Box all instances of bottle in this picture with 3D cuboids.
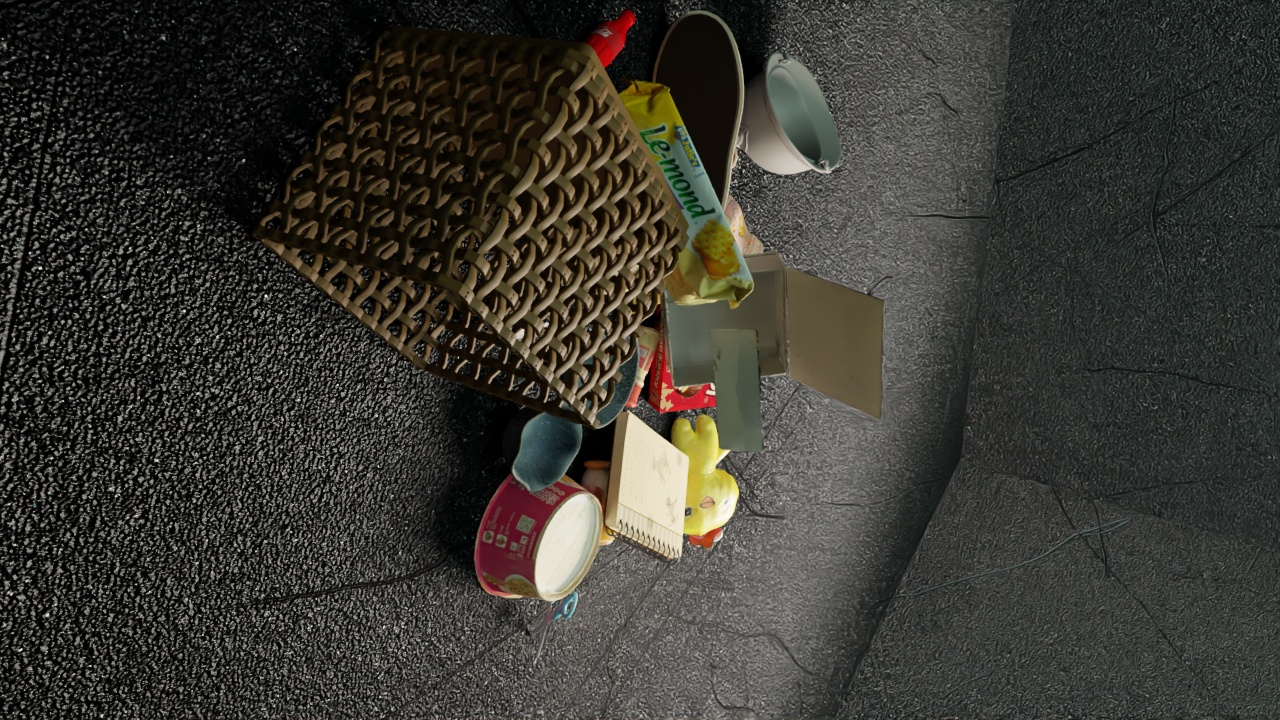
[{"bbox_3d":[-0.058,0.188,1.220,0.063,0.063,0.109,1,91,-60],"label":"bottle"},{"bbox_3d":[-0.041,-0.345,1.007,0.118,0.036,0.036,-56,146,-29],"label":"bottle"},{"bbox_3d":[-0.007,0.007,1.236,0.044,0.044,0.109,38,70,-59],"label":"bottle"}]

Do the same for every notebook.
[{"bbox_3d":[0.014,0.182,1.273,0.225,0.024,0.167,42,49,-57],"label":"notebook"}]

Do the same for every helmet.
[{"bbox_3d":[0.195,-0.341,1.345,0.270,0.118,0.183,-24,94,-60],"label":"helmet"}]

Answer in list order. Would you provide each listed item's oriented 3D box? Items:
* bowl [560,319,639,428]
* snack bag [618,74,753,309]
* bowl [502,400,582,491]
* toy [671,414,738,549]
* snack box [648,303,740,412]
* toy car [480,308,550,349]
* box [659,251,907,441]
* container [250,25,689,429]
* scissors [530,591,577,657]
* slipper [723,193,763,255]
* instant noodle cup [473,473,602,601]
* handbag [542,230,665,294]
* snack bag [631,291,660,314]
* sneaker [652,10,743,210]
[{"bbox_3d":[-0.062,0.011,1.129,0.136,0.057,0.137,-35,133,-48],"label":"bowl"},{"bbox_3d":[0.030,-0.163,0.952,0.159,0.068,0.247,-154,-141,-84],"label":"snack bag"},{"bbox_3d":[-0.122,0.091,1.062,0.110,0.055,0.110,-31,133,-41],"label":"bowl"},{"bbox_3d":[0.088,0.189,1.445,0.133,0.092,0.208,-8,108,-23],"label":"toy"},{"bbox_3d":[0.084,-0.008,1.328,0.132,0.036,0.152,-5,112,-27],"label":"snack box"},{"bbox_3d":[-0.133,-0.039,1.003,0.112,0.039,0.039,-13,141,-56],"label":"toy car"},{"bbox_3d":[0.174,-0.025,1.166,0.164,0.331,0.167,-29,125,-35],"label":"box"},{"bbox_3d":[-0.126,-0.111,0.790,0.213,0.220,0.251,-64,149,-17],"label":"container"},{"bbox_3d":[-0.107,0.316,1.178,0.015,0.130,0.135,16,76,-23],"label":"scissors"},{"bbox_3d":[0.143,-0.166,1.356,0.197,0.081,0.093,68,42,-59],"label":"slipper"},{"bbox_3d":[-0.114,0.216,1.121,0.178,0.078,0.179,-34,132,-49],"label":"instant noodle cup"},{"bbox_3d":[-0.007,-0.185,1.066,0.228,0.132,0.184,-38,128,-49],"label":"handbag"},{"bbox_3d":[0.001,-0.080,1.223,0.099,0.026,0.020,-27,126,-54],"label":"snack bag"},{"bbox_3d":[0.080,-0.300,1.192,0.116,0.112,0.294,-64,156,-63],"label":"sneaker"}]
